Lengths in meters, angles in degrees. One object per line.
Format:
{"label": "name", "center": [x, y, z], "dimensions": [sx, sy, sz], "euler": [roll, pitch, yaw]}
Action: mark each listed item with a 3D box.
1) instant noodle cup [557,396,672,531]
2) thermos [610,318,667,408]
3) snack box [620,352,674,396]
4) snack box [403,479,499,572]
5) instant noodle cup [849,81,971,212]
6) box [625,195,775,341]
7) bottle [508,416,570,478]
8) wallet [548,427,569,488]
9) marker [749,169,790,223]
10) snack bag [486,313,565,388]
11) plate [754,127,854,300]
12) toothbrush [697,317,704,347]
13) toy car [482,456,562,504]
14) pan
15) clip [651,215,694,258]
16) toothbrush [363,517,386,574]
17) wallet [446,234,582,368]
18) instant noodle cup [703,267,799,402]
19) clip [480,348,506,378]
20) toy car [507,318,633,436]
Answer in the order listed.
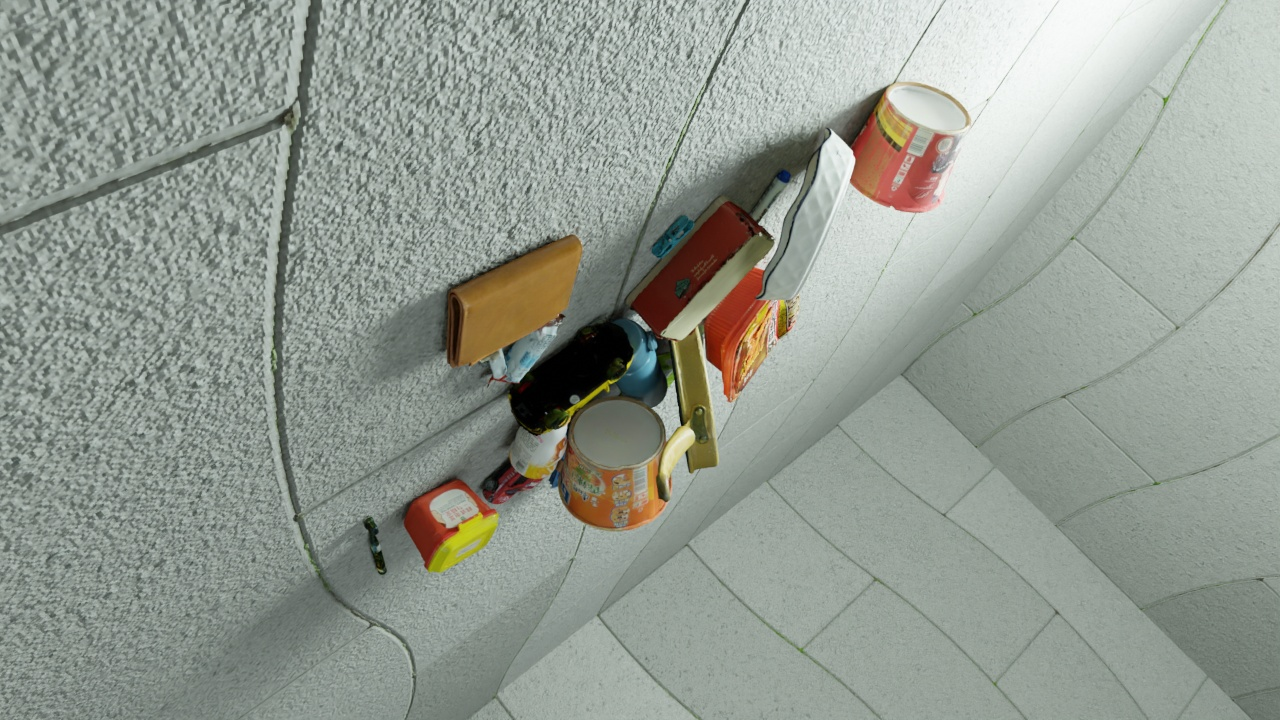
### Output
{"label": "instant noodle cup", "center": [-0.030, 0.125, 1.166], "dimensions": [0.151, 0.151, 0.112], "euler": [-32, 146, -29]}
{"label": "thermos", "center": [-0.007, 0.007, 1.139], "dimensions": [0.070, 0.070, 0.220], "euler": [-40, 163, -5]}
{"label": "snack box", "center": [0.001, 0.052, 1.334], "dimensions": [0.085, 0.026, 0.157], "euler": [-16, 149, -55]}
{"label": "snack box", "center": [-0.226, 0.192, 1.086], "dimensions": [0.091, 0.080, 0.082], "euler": [-25, 157, -43]}
{"label": "instant noodle cup", "center": [0.331, -0.264, 1.121], "dimensions": [0.137, 0.138, 0.109], "euler": [-30, 153, -35]}
{"label": "box", "center": [0.075, -0.096, 1.047], "dimensions": [0.168, 0.078, 0.091], "euler": [-46, 162, 16]}
{"label": "bottle", "center": [-0.119, 0.095, 1.113], "dimensions": [0.063, 0.063, 0.109], "euler": [-26, 157, -41]}
{"label": "wallet", "center": [-0.072, 0.130, 1.304], "dimensions": [0.106, 0.040, 0.133], "euler": [-10, 146, -26]}
{"label": "marker", "center": [0.136, -0.169, 1.107], "dimensions": [0.016, 0.017, 0.146], "euler": [-22, 154, -49]}
{"label": "snack bag", "center": [-0.116, -0.009, 0.928], "dimensions": [0.105, 0.026, 0.045], "euler": [-50, 152, 21]}
{"label": "plate", "center": [0.189, -0.158, 1.045], "dimensions": [0.205, 0.045, 0.205], "euler": [28, 84, -88]}
{"label": "toothbrush", "center": [0.078, -0.020, 1.284], "dimensions": [0.029, 0.021, 0.189], "euler": [-40, 154, -23]}
{"label": "toy car", "center": [-0.153, 0.146, 1.198], "dimensions": [0.120, 0.045, 0.053], "euler": [-42, 162, 7]}
{"label": "pan", "center": [0.051, 0.075, 1.117], "dimensions": [0.078, 0.198, 0.357], "euler": [-9, -161, 2]}
{"label": "clip", "center": [0.034, -0.132, 0.982], "dimensions": [0.056, 0.014, 0.041], "euler": [-45, 162, 12]}
{"label": "toothbrush", "center": [-0.311, 0.224, 1.084], "dimensions": [0.012, 0.017, 0.186], "euler": [-37, 163, -26]}
{"label": "wallet", "center": [-0.114, -0.051, 0.823], "dimensions": [0.131, 0.031, 0.108], "euler": [-31, 157, -30]}
{"label": "instant noodle cup", "center": [0.148, -0.048, 1.264], "dimensions": [0.188, 0.079, 0.165], "euler": [-53, 159, -22]}
{"label": "clip", "center": [-0.145, -0.008, 0.893], "dimensions": [0.024, 0.028, 0.057], "euler": [-36, 153, -25]}
{"label": "toy car", "center": [-0.074, 0.020, 1.014], "dimensions": [0.155, 0.071, 0.041], "euler": [-39, 161, -11]}
